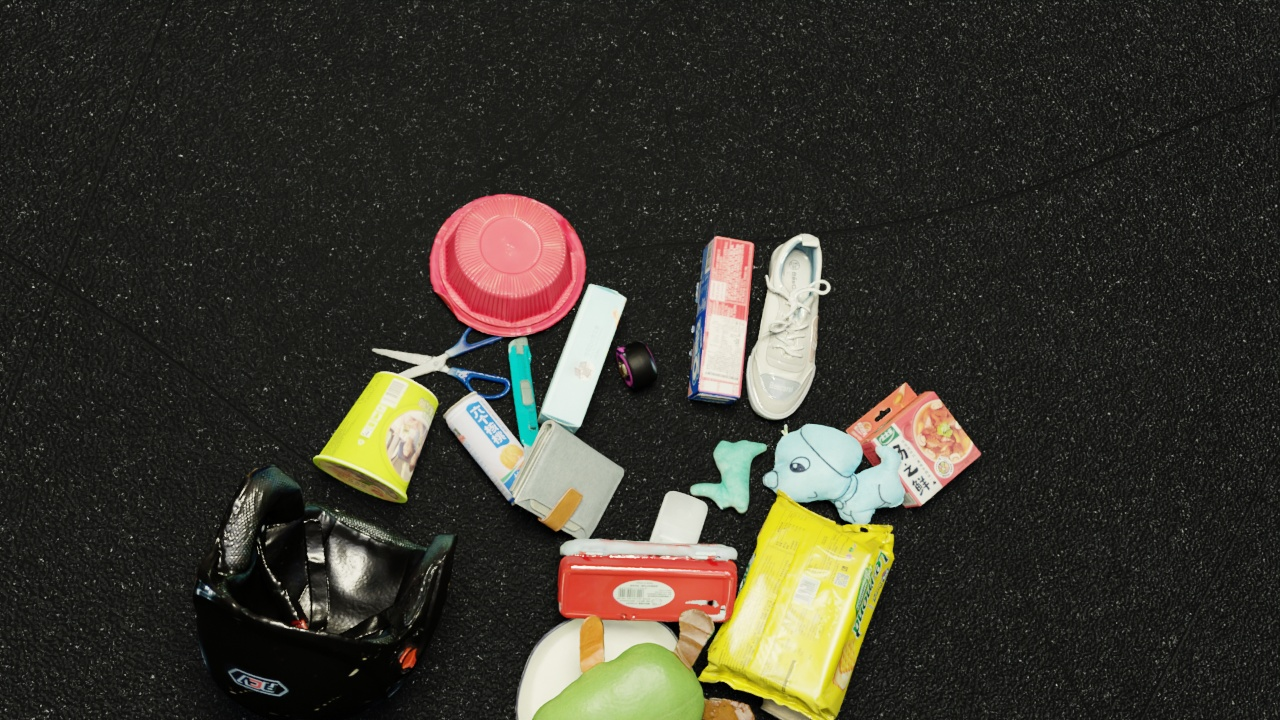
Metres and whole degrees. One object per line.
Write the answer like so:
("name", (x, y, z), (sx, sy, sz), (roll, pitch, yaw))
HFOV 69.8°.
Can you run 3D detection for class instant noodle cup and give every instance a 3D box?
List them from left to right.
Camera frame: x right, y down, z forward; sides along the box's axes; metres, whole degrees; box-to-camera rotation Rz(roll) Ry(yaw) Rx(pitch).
("instant noodle cup", (-0.291, 0.083, 1.045), (0.111, 0.112, 0.123), (24, 66, -4))
("instant noodle cup", (-0.160, -0.128, 1.123), (0.193, 0.066, 0.193), (3, 74, -9))

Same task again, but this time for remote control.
("remote control", (0.037, 0.228, 1.108), (0.056, 0.020, 0.135), (20, 76, -3))

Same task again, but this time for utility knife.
("utility knife", (-0.136, 0.051, 1.097), (0.029, 0.013, 0.186), (1, 62, -24))

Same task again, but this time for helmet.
("helmet", (-0.320, 0.249, 0.918), (0.233, 0.274, 0.230), (18, 102, 5))

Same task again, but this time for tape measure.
("tape measure", (-0.007, 0.007, 1.131), (0.039, 0.058, 0.057), (-23, 85, -13))

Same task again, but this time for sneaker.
("sneaker", (0.193, -0.045, 1.159), (0.089, 0.091, 0.242), (12, 77, -6))

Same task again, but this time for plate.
("plate", (-0.039, 0.386, 1.048), (0.205, 0.046, 0.204), (2, 77, -8))

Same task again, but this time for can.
("can", (-0.172, 0.103, 1.082), (0.053, 0.053, 0.134), (-39, 87, -15))
("can", (0.191, 0.371, 1.084), (0.058, 0.059, 0.116), (31, 75, -2))

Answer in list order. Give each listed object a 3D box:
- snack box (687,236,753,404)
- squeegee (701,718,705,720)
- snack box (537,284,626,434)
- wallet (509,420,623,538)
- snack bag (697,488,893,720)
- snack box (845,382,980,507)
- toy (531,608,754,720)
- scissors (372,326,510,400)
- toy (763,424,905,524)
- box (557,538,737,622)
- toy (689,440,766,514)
("snack box", (0.101, -0.049, 1.162), (0.058, 0.057, 0.207), (9, 76, -10))
("squeegee", (0.153, 0.489, 1.059), (0.249, 0.040, 0.247), (39, 66, -5))
("snack box", (-0.071, 0.001, 1.111), (0.051, 0.074, 0.174), (21, 75, -6))
("wallet", (-0.083, 0.145, 1.064), (0.129, 0.037, 0.106), (40, 70, -39))
("snack bag", (0.184, 0.282, 1.059), (0.158, 0.068, 0.246), (16, 68, 26))
("snack box", (0.350, 0.105, 1.177), (0.113, 0.044, 0.127), (-36, 86, -15))
("toy", (-0.012, 0.377, 0.986), (0.246, 0.090, 0.227), (-20, 92, -10))
("scissors", (-0.232, 0.007, 1.115), (0.163, 0.012, 0.162), (45, 76, 3))
("toy", (0.237, 0.136, 1.138), (0.161, 0.050, 0.156), (-32, 83, 3))
("box", (0.008, 0.235, 1.053), (0.201, 0.098, 0.095), (3, 111, -3))
("toy", (0.109, 0.144, 1.136), (0.096, 0.030, 0.091), (2, 75, -3))
